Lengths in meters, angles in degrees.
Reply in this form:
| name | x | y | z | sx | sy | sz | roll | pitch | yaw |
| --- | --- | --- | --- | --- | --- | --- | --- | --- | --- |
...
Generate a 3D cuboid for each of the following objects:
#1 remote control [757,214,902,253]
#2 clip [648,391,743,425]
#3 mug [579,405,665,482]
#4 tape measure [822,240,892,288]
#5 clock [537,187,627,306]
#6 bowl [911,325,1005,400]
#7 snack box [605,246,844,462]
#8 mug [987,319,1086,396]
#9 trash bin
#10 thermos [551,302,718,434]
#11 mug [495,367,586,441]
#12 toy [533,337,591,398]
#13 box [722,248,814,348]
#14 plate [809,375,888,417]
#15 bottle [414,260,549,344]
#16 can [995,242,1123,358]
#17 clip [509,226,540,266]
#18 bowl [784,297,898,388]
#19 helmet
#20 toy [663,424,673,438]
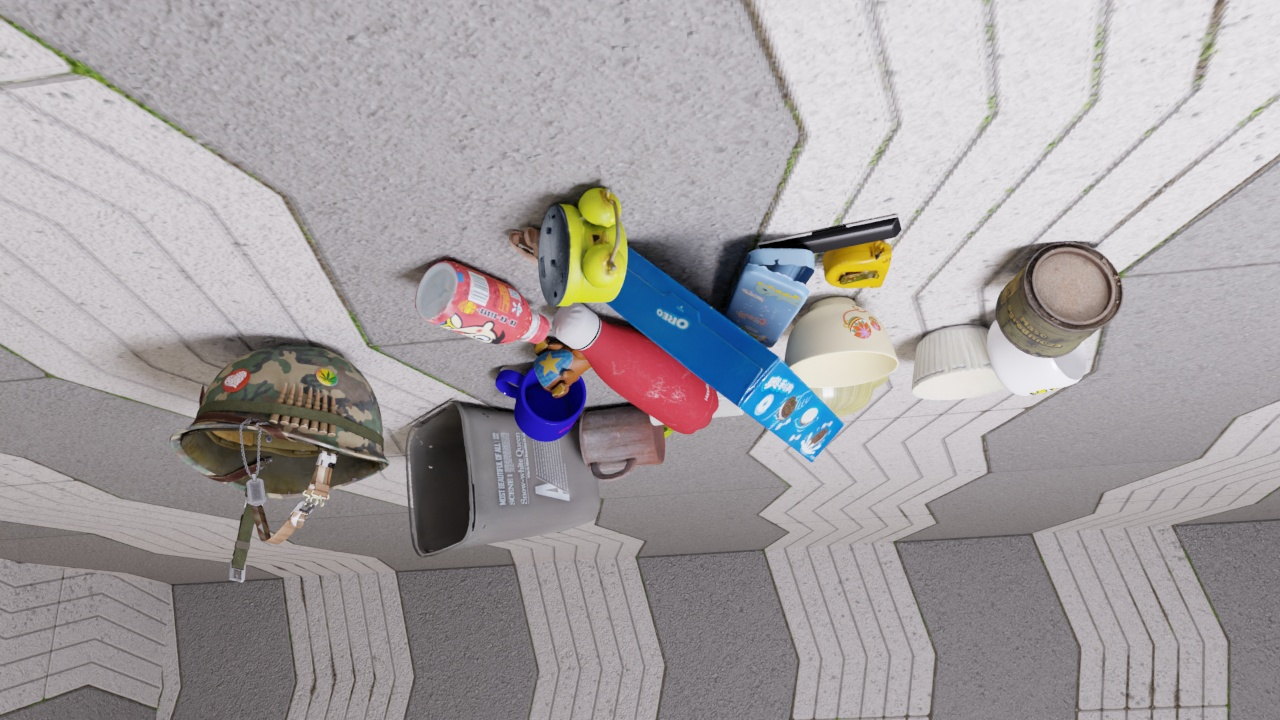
| name | x | y | z | sx | sy | sz | roll | pitch | yaw |
| --- | --- | --- | --- | --- | --- | --- | --- | --- | --- |
| remote control | 0.168 | -0.107 | 0.815 | 0.124 | 0.011 | 0.028 | -10 | 160 | 20 |
| clip | 0.067 | 0.052 | 1.175 | 0.126 | 0.089 | 0.150 | -10 | 170 | 12 |
| mug | -0.025 | 0.120 | 1.284 | 0.110 | 0.122 | 0.096 | -12 | 134 | 16 |
| tape measure | 0.199 | -0.088 | 0.848 | 0.059 | 0.030 | 0.068 | -5 | 160 | 3 |
| clock | -0.044 | -0.088 | 0.737 | 0.057 | 0.083 | 0.119 | 0 | 165 | -24 |
| bowl | 0.373 | 0.001 | 1.072 | 0.115 | 0.062 | 0.115 | -2 | 161 | -1 |
| snack box | 0.077 | -0.002 | 0.865 | 0.195 | 0.056 | 0.238 | 39 | -178 | 30 |
| mug | 0.436 | -0.014 | 1.002 | 0.115 | 0.094 | 0.068 | -16 | 176 | -42 |
| trash bin | -0.195 | 0.172 | 1.326 | 0.219 | 0.197 | 0.198 | 5 | 159 | -37 |
| thermos | -0.006 | 0.006 | 1.003 | 0.073 | 0.073 | 0.239 | -16 | 144 | 35 |
| mug | -0.127 | 0.045 | 1.135 | 0.111 | 0.079 | 0.084 | 26 | 157 | -4 |
| toy | -0.072 | 0.004 | 1.053 | 0.090 | 0.070 | 0.103 | -28 | 164 | 13 |
| box | 0.118 | -0.050 | 0.891 | 0.067 | 0.052 | 0.210 | 2 | 165 | -2 |
| plate | 0.240 | 0.056 | 1.227 | 0.184 | 0.036 | 0.184 | -6 | 165 | -2 |
| bottle | -0.144 | -0.047 | 0.876 | 0.062 | 0.062 | 0.137 | -16 | 156 | 35 |
| can | 0.395 | -0.056 | 0.868 | 0.090 | 0.089 | 0.075 | -2 | 161 | 0 |
| clip | -0.090 | -0.096 | 0.799 | 0.049 | 0.025 | 0.061 | -2 | 159 | 2 |
| bowl | 0.205 | -0.024 | 0.963 | 0.118 | 0.074 | 0.118 | -2 | 161 | -1 |
| helmet | -0.385 | 0.099 | 0.991 | 0.193 | 0.236 | 0.223 | -26 | 161 | 40 |
| toy | -0.001 | 0.112 | 1.393 | 0.094 | 0.036 | 0.093 | -17 | 162 | 31 |
